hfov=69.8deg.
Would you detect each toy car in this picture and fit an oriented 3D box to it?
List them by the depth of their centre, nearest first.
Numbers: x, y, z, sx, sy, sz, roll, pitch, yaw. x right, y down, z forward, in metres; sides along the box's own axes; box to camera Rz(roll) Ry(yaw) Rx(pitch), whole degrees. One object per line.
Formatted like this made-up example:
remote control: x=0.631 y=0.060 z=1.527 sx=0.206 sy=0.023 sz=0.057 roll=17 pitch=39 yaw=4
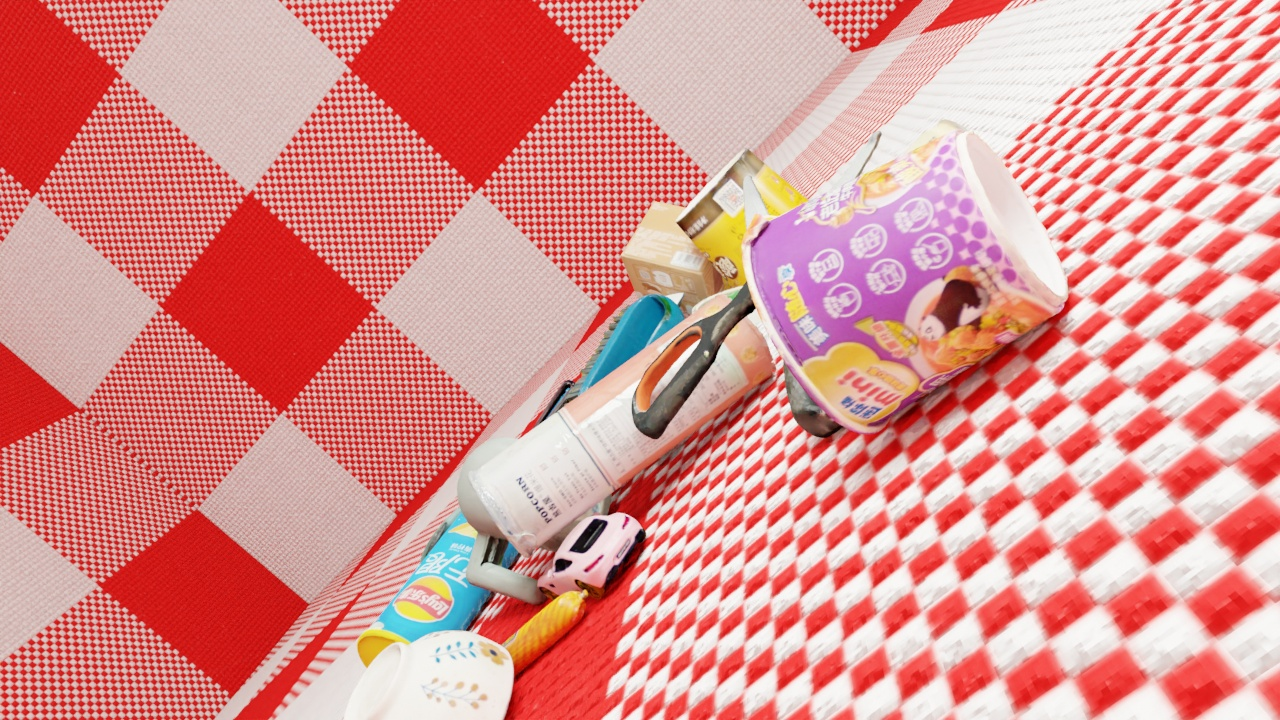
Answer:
toy car: x=-0.038 y=0.129 z=0.607 sx=0.056 sy=0.037 sz=0.123 roll=-49 pitch=6 yaw=-29

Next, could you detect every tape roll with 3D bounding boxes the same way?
tape roll: x=0.086 y=-0.046 z=0.770 sx=0.086 sy=0.014 sz=0.085 roll=-15 pitch=17 yaw=5

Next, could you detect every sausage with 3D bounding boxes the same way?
sausage: x=-0.088 y=0.195 z=0.589 sx=0.165 sy=0.021 sz=0.021 roll=-43 pitch=8 yaw=21

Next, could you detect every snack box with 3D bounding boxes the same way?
snack box: x=0.047 y=-0.098 z=0.945 sx=0.076 sy=0.093 sz=0.094 roll=-61 pitch=-29 yaw=-24

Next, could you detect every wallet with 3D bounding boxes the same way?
wallet: x=-0.084 y=0.092 z=0.859 sx=0.096 sy=0.020 sz=0.122 roll=-63 pitch=-19 yaw=-59

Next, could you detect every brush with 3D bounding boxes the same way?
brush: x=-0.004 y=0.004 z=0.710 sx=0.074 sy=0.055 sz=0.143 roll=-24 pitch=30 yaw=52

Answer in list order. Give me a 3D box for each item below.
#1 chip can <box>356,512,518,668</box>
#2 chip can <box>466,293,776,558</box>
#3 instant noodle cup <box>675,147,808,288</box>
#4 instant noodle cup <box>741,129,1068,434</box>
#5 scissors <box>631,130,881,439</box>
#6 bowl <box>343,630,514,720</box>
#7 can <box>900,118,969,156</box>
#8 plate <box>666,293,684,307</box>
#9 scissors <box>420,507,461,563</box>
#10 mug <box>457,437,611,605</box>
chip can: x=-0.166 y=0.195 z=0.832 sx=0.071 sy=0.071 sz=0.209 roll=-41 pitch=9 yaw=38
chip can: x=-0.010 y=0.042 z=0.629 sx=0.214 sy=0.071 sz=0.071 roll=-36 pitch=6 yaw=-6
instant noodle cup: x=0.104 y=-0.122 z=0.842 sx=0.118 sy=0.114 sz=0.118 roll=-45 pitch=8 yaw=8
instant noodle cup: x=0.115 y=-0.037 z=0.391 sx=0.099 sy=0.111 sz=0.111 roll=-30 pitch=15 yaw=35
scissors: x=0.073 y=-0.035 z=0.537 sx=0.234 sy=0.021 sz=0.220 roll=-49 pitch=34 yaw=14
bowl: x=-0.134 y=0.206 z=0.543 sx=0.114 sy=0.062 sz=0.113 roll=-43 pitch=20 yaw=19
can: x=0.157 y=-0.083 z=0.550 sx=0.116 sy=0.058 sz=0.058 roll=-45 pitch=7 yaw=7
plate: x=-0.025 y=0.029 z=0.861 sx=0.264 sy=0.034 sz=0.162 roll=-58 pitch=-7 yaw=-53
scissors: x=-0.177 y=0.175 z=0.942 sx=0.176 sy=0.019 sz=0.172 roll=-59 pitch=-17 yaw=-21
mug: x=-0.088 y=0.123 z=0.716 sx=0.104 sy=0.083 sz=0.123 roll=-2 pitch=69 yaw=53
